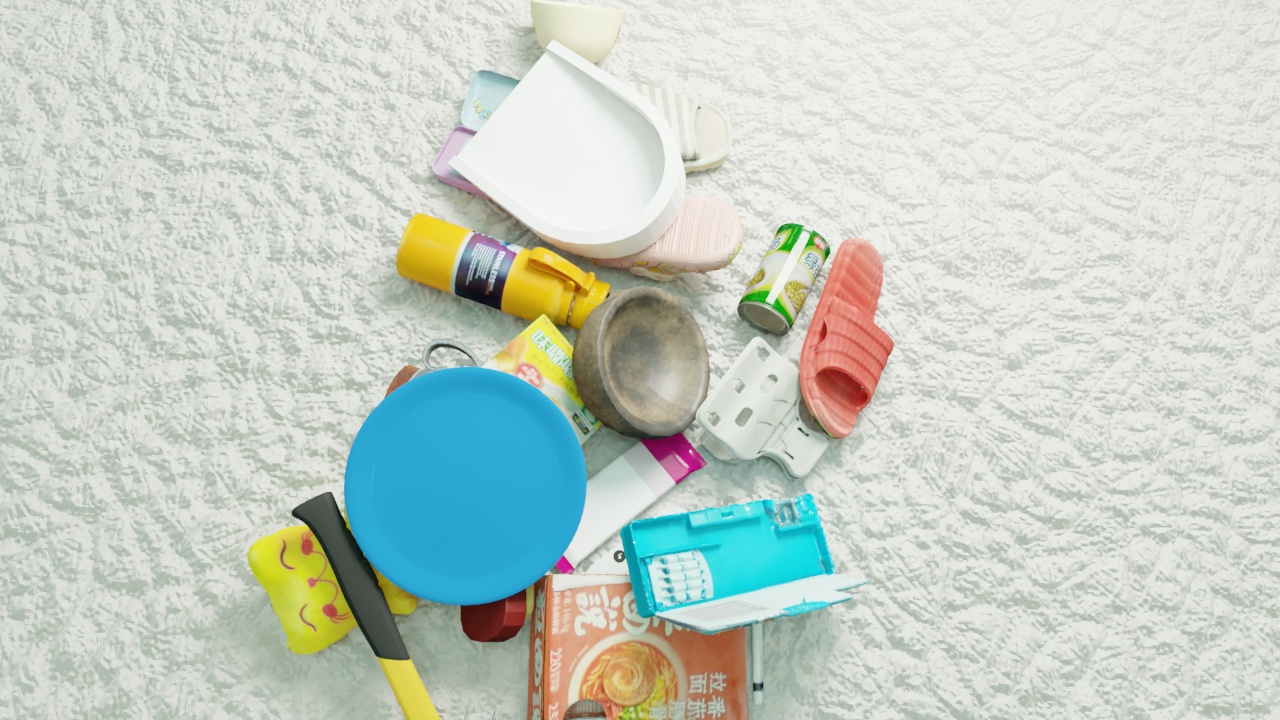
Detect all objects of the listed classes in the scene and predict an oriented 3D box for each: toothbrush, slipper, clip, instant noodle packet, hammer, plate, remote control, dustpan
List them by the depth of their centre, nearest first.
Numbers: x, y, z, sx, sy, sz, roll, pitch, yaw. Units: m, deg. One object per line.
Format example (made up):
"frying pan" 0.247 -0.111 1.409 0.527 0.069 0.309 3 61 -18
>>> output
"hammer" -0.236 0.274 0.865 0.127 0.029 0.323 -25 94 -11
"plate" -0.164 0.118 0.871 0.224 0.024 0.224 0 91 -9
"instant noodle packet" 0.003 0.296 0.916 0.220 0.084 0.164 5 76 -16
"toothbrush" 0.124 0.261 0.959 0.017 0.012 0.186 4 70 -7
"remote control" 0.000 0.204 0.969 0.136 0.013 0.043 -36 77 -15
"clip" 0.132 0.065 1.015 0.151 0.105 0.126 47 72 -22
"dustpan" -0.071 -0.229 1.025 0.258 0.053 0.191 39 88 15
"slipper" 0.242 -0.033 1.027 0.103 0.059 0.248 32 63 -33
"slipper" 0.029 -0.135 1.063 0.197 0.081 0.093 5 66 23
"slipper" -0.023 -0.287 1.124 0.272 0.054 0.114 5 66 0

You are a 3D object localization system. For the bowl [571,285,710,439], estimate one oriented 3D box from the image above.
"bowl" -0.006 0.006 0.980 0.162 0.070 0.162 11 74 -40

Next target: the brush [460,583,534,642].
"brush" -0.143 0.195 0.930 0.041 0.082 0.173 14 64 -40

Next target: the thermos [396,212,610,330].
"thermos" -0.151 -0.095 1.023 0.233 0.091 0.076 19 83 3

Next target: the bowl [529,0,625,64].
"bowl" -0.081 -0.403 1.142 0.118 0.117 0.074 5 112 -3

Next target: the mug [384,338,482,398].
"mug" -0.201 0.040 0.979 0.111 0.081 0.117 22 70 8

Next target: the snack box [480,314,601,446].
"snack box" -0.110 0.045 0.953 0.132 0.027 0.167 50 45 -7

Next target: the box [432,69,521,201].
"box" -0.128 -0.250 1.085 0.214 0.040 0.151 22 88 14

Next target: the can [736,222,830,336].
"can" 0.166 -0.095 1.060 0.067 0.067 0.120 28 71 6

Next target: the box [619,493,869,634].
"box" 0.108 0.212 0.902 0.226 0.087 0.168 -4 34 -30

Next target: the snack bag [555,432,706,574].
"snack bag" -0.024 0.144 0.987 0.196 0.016 0.070 -37 75 -16

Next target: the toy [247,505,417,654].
"toy" -0.277 0.194 0.914 0.193 0.087 0.134 -24 97 -9
